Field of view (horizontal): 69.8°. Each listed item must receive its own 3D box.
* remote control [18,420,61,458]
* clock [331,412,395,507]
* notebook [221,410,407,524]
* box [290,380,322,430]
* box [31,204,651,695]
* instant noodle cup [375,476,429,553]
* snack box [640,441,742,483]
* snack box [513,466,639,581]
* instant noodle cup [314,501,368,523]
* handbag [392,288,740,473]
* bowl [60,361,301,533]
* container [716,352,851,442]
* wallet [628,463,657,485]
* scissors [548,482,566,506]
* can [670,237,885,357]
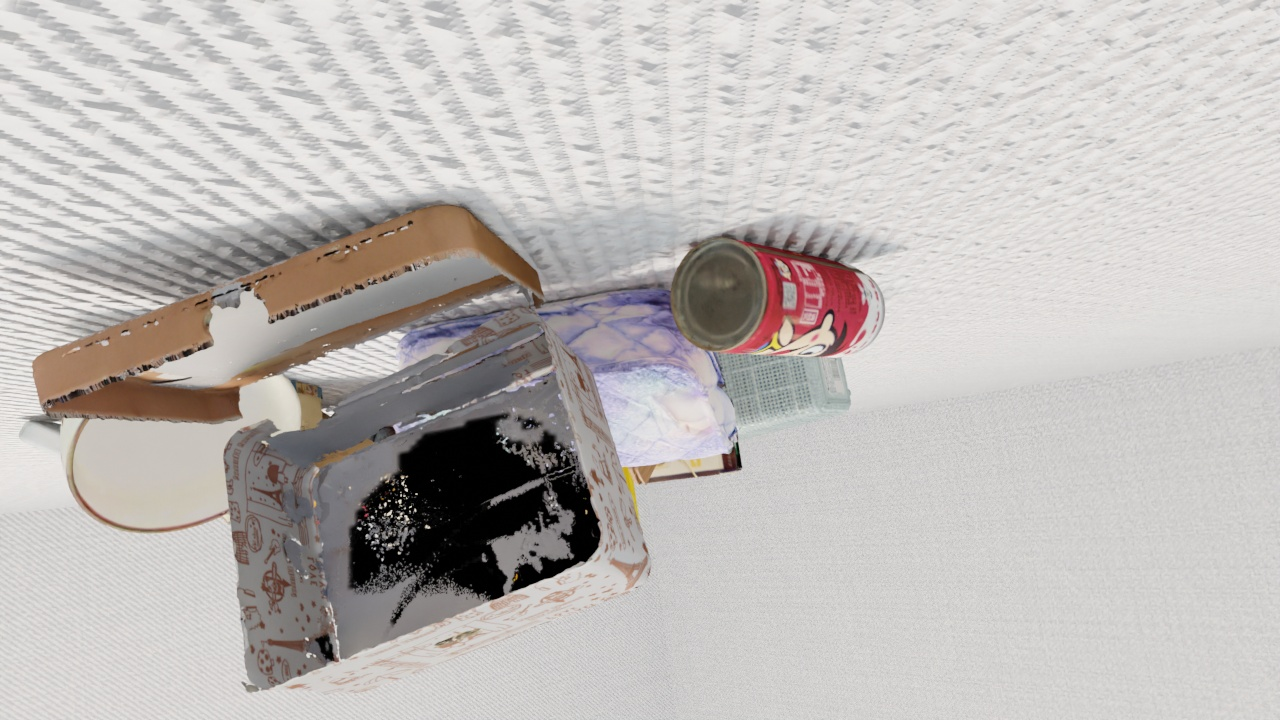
[{"bbox_3d":[-0.419,0.084,0.729,0.136,0.020,0.056,27,171,-7],"label":"remote control"},{"bbox_3d":[-0.261,0.091,0.875,0.055,0.082,0.122,21,-176,-44],"label":"clock"},{"bbox_3d":[-0.304,0.083,0.778,0.149,0.012,0.212,-12,-162,-38],"label":"notebook"},{"bbox_3d":[-0.297,0.044,0.657,0.090,0.059,0.184,-8,171,0],"label":"box"},{"bbox_3d":[-0.114,0.038,0.391,0.183,0.156,0.193,-23,156,7],"label":"box"},{"bbox_3d":[-0.201,0.143,0.942,0.119,0.118,0.114,-11,-176,24],"label":"instant noodle cup"},{"bbox_3d":[0.050,0.063,0.934,0.126,0.113,0.053,-12,173,34],"label":"snack box"},{"bbox_3d":[-0.090,0.146,1.060,0.157,0.210,0.070,-7,172,-15],"label":"snack box"},{"bbox_3d":[-0.322,0.118,1.048,0.116,0.116,0.123,-12,-176,36],"label":"instant noodle cup"},{"bbox_3d":[-0.045,0.022,0.562,0.194,0.075,0.134,-8,144,13],"label":"handbag"},{"bbox_3d":[-0.245,0.028,0.481,0.113,0.114,0.062,1,-147,-50],"label":"bowl"},{"bbox_3d":[0.082,0.009,0.656,0.112,0.090,0.089,-14,171,26],"label":"container"},{"bbox_3d":[0.018,0.055,0.831,0.020,0.115,0.101,21,168,10],"label":"wallet"},{"bbox_3d":[-0.063,0.090,0.790,0.211,0.021,0.222,-29,132,4],"label":"scissors"},{"bbox_3d":[0.075,-0.029,0.470,0.053,0.053,0.132,-13,171,38],"label":"can"}]
